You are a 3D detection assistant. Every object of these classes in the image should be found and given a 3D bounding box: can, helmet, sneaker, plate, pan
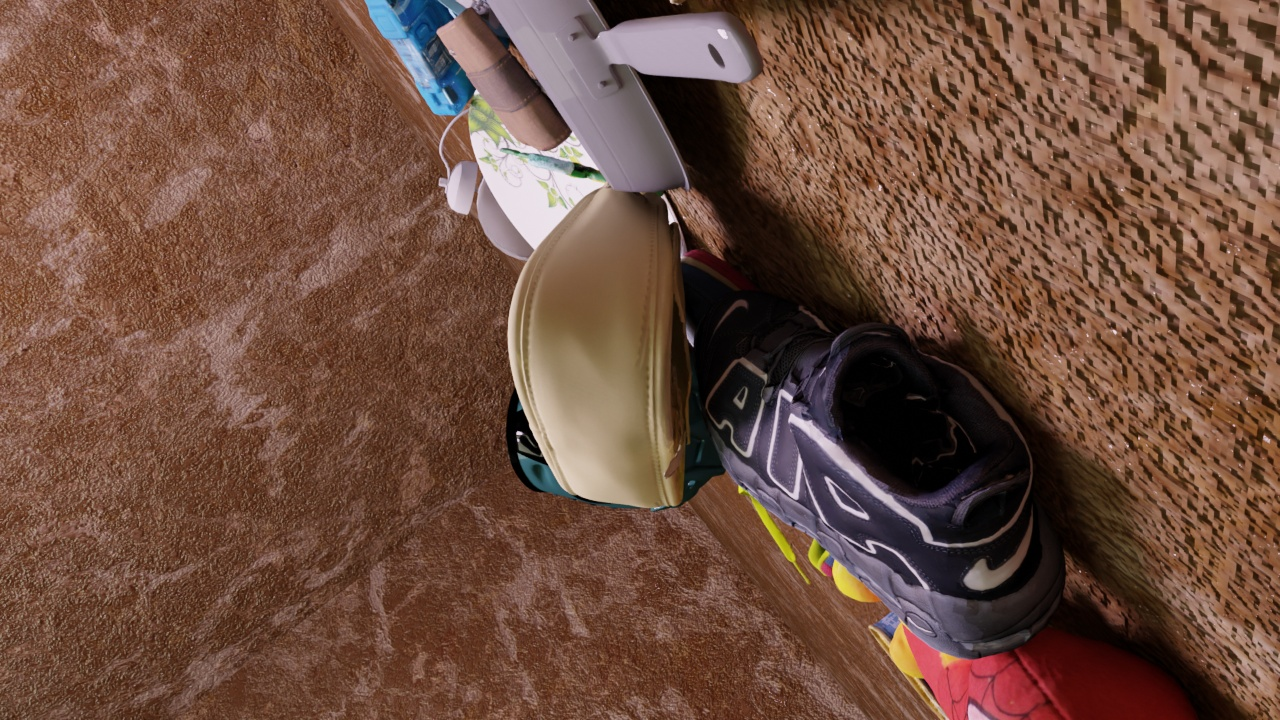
[{"bbox_3d":[0.239,0.237,0.734,0.100,0.059,0.054,53,174,4],"label":"can"},{"bbox_3d":[-0.004,0.066,0.920,0.274,0.200,0.176,5,-96,-77],"label":"helmet"},{"bbox_3d":[0.095,0.019,0.451,0.252,0.097,0.151,46,166,39],"label":"sneaker"},{"bbox_3d":[0.085,0.039,0.613,0.242,0.091,0.116,54,176,-3],"label":"sneaker"},{"bbox_3d":[-0.044,-0.134,0.739,0.229,0.030,0.230,35,154,19],"label":"plate"},{"bbox_3d":[-0.022,-0.142,0.422,0.201,0.051,0.356,55,-176,-25],"label":"pan"}]

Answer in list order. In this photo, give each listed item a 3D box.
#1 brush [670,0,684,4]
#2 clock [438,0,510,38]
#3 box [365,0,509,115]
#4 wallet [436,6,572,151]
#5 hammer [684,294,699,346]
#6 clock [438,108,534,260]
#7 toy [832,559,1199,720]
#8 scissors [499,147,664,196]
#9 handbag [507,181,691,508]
[{"bbox_3d":[0.015,-0.153,0.283,0.049,0.039,0.117,53,178,3],"label":"brush"},{"bbox_3d":[-0.123,-0.251,0.610,0.123,0.042,0.087,30,180,37],"label":"clock"},{"bbox_3d":[-0.176,-0.329,0.682,0.244,0.070,0.170,59,-157,-47],"label":"box"},{"bbox_3d":[-0.094,-0.187,0.614,0.098,0.027,0.121,50,177,-24],"label":"wallet"},{"bbox_3d":[0.090,0.033,0.732,0.326,0.036,0.140,52,176,-30],"label":"hammer"},{"bbox_3d":[-0.113,-0.162,0.845,0.159,0.120,0.061,44,-172,-26],"label":"clock"},{"bbox_3d":[0.197,0.168,0.482,0.147,0.099,0.216,44,180,-26],"label":"toy"},{"bbox_3d":[-0.046,-0.129,0.622,0.126,0.011,0.130,18,-170,19],"label":"scissors"},{"bbox_3d":[-0.003,0.003,0.575,0.233,0.088,0.190,84,-164,-47],"label":"handbag"}]
